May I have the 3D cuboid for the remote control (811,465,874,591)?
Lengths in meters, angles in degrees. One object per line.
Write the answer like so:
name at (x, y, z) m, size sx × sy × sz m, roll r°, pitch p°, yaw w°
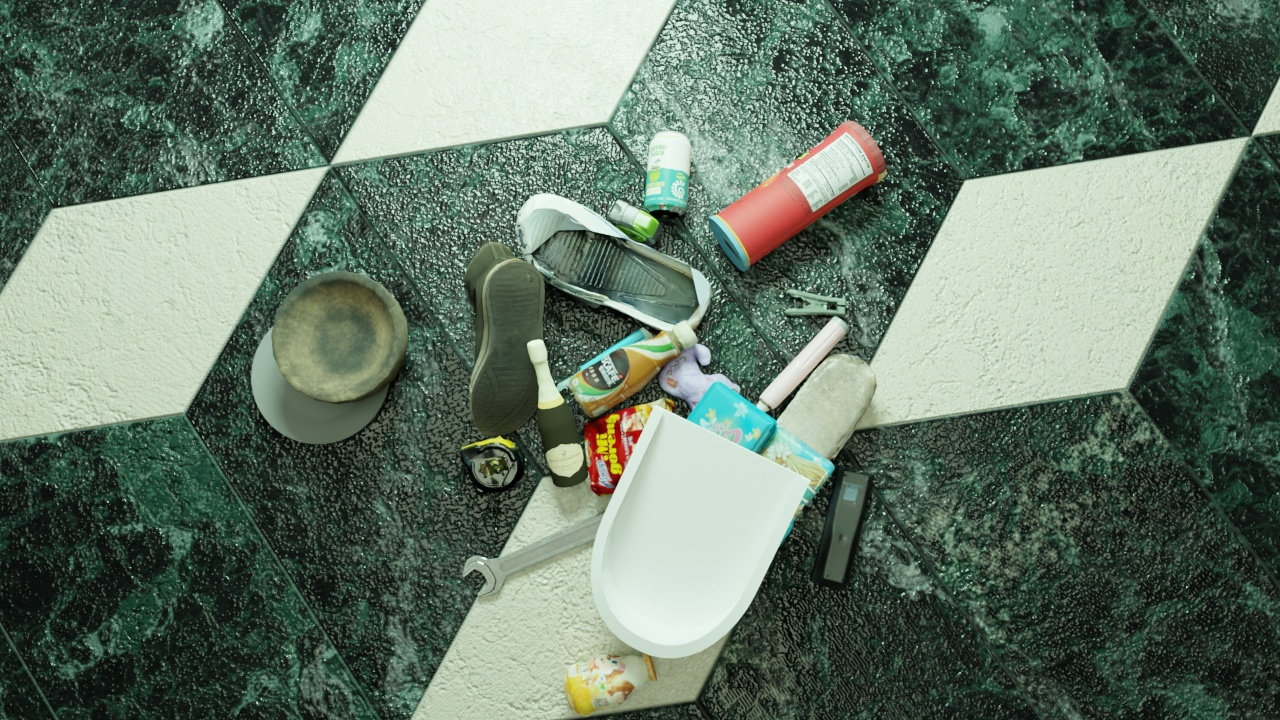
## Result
remote control at (0.251, 0.207, 1.135) m, size 0.047 × 0.022 × 0.150 m, roll 14°, pitch 84°, yaw 3°

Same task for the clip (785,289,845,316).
clip at (0.222, -0.070, 1.167) m, size 0.075 × 0.023 × 0.037 m, roll 6°, pitch 82°, yaw 0°

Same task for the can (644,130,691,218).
can at (0.035, -0.237, 1.172) m, size 0.055 × 0.055 × 0.101 m, roll 5°, pitch 84°, yaw 2°

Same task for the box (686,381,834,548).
box at (0.097, 0.165, 1.092) m, size 0.181 × 0.039 × 0.227 m, roll 36°, pitch 93°, yaw 22°

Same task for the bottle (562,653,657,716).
bottle at (-0.036, 0.385, 1.103) m, size 0.109 × 0.063 × 0.063 m, roll -17°, pitch 84°, yaw -1°

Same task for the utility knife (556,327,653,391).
utility knife at (-0.046, 0.002, 1.170) m, size 0.141 × 0.015 × 0.022 m, roll -33°, pitch 109°, yaw -1°

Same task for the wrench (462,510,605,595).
wrench at (-0.092, 0.224, 1.148) m, size 0.273 × 0.010 × 0.070 m, roll -23°, pitch 84°, yaw -1°

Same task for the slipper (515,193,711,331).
slipper at (-0.038, -0.116, 1.160) m, size 0.264 × 0.063 × 0.111 m, roll 23°, pitch 88°, yaw -8°

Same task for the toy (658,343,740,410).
toy at (0.076, 0.027, 1.152) m, size 0.100 × 0.036 × 0.080 m, roll 34°, pitch 86°, yaw 6°

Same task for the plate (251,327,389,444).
plate at (-0.409, 0.018, 1.177) m, size 0.178 × 0.012 × 0.178 m, roll 0°, pitch 84°, yaw 1°

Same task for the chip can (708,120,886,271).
chip can at (0.196, -0.205, 1.150) m, size 0.213 × 0.087 × 0.087 m, roll -35°, pitch 84°, yaw -1°

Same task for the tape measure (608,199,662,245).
tape measure at (-0.004, -0.175, 1.165) m, size 0.065 × 0.059 × 0.035 m, roll 25°, pitch 80°, yaw 7°

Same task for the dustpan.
dustpan at (0.048, 0.210, 1.041) m, size 0.191 × 0.053 × 0.258 m, roll 26°, pitch 106°, yaw 10°

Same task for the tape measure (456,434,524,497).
tape measure at (-0.182, 0.130, 1.144) m, size 0.072 × 0.042 × 0.071 m, roll -22°, pitch 84°, yaw -1°

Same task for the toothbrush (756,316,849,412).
toothbrush at (0.179, 0.032, 1.155) m, size 0.222 × 0.027 × 0.026 m, roll -46°, pitch 110°, yaw -3°

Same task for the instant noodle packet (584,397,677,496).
instant noodle packet at (-0.009, 0.105, 1.112) m, size 0.136 × 0.039 × 0.098 m, roll -19°, pitch 66°, yaw 28°

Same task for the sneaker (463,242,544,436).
sneaker at (-0.176, -0.026, 1.144) m, size 0.095 × 0.120 × 0.235 m, roll -6°, pitch 114°, yaw -19°

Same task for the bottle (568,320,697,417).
bottle at (-0.007, 0.007, 1.138) m, size 0.167 × 0.059 × 0.059 m, roll -31°, pitch 84°, yaw 4°

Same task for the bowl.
bowl at (-0.365, -0.026, 1.138) m, size 0.162 × 0.070 × 0.162 m, roll 0°, pitch 84°, yaw 1°

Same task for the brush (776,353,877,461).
brush at (0.192, 0.111, 1.129) m, size 0.083 × 0.056 × 0.271 m, roll 36°, pitch 86°, yaw 9°

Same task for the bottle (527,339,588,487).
bottle at (-0.106, 0.063, 1.112) m, size 0.045 × 0.045 × 0.185 m, roll -13°, pitch 108°, yaw 0°
